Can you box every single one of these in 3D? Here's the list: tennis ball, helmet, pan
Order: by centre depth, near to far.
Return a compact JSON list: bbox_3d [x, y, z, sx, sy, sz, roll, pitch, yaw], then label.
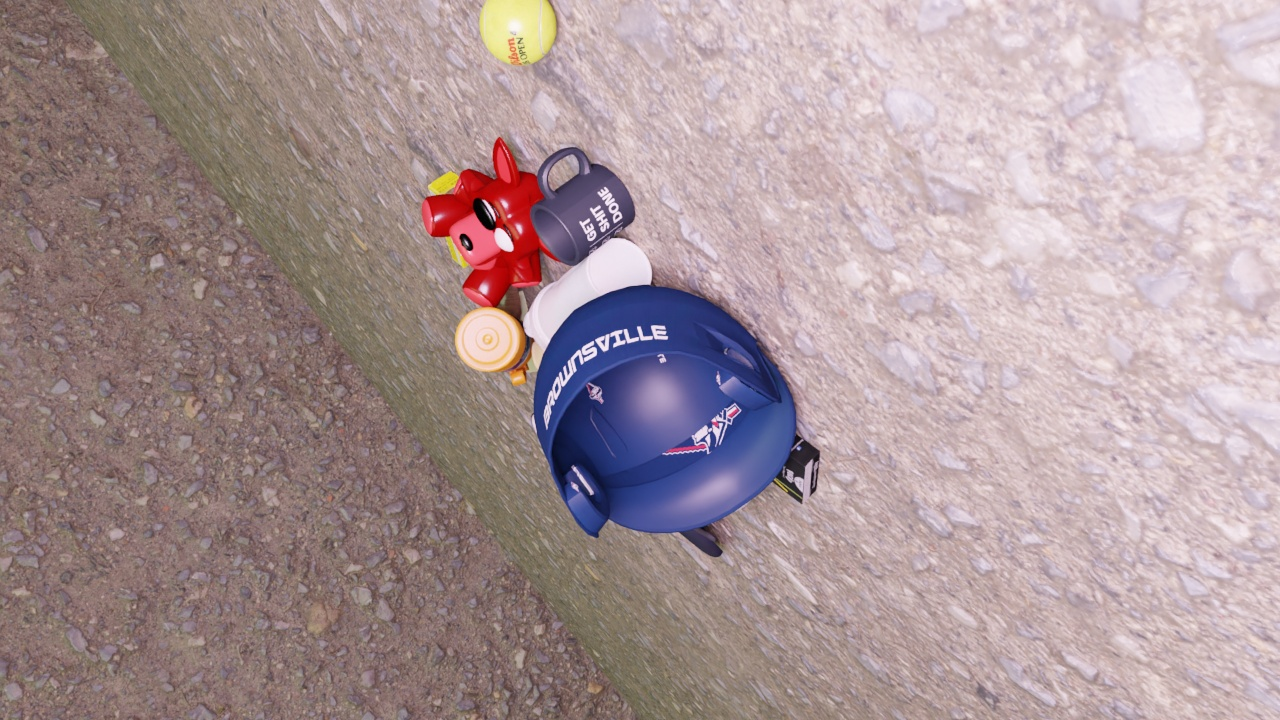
[{"bbox_3d":[-0.105,-0.287,0.785,0.065,0.065,0.065,41,157,21],"label":"tennis ball"},{"bbox_3d":[0.023,0.051,0.892,0.272,0.232,0.222,47,-167,-22],"label":"helmet"},{"bbox_3d":[0.051,0.215,1.246,0.199,0.021,0.357,42,172,-6],"label":"pan"}]

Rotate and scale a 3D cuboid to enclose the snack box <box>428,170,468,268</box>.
[{"bbox_3d":[-0.251,-0.191,1.260,0.029,0.040,0.148,40,156,27],"label":"snack box"}]

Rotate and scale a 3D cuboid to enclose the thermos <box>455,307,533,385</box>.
[{"bbox_3d":[-0.180,-0.015,1.176,0.076,0.091,0.232,8,179,-1],"label":"thermos"}]

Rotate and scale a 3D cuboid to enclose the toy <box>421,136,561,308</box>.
[{"bbox_3d":[-0.165,-0.154,1.065,0.198,0.120,0.158,-17,104,59],"label":"toy"}]

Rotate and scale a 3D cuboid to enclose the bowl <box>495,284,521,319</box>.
[{"bbox_3d":[-0.206,-0.102,1.289,0.118,0.030,0.118,47,148,40],"label":"bowl"}]

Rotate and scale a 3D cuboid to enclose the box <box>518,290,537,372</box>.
[{"bbox_3d":[-0.184,-0.034,1.389,0.141,0.047,0.188,53,158,-14],"label":"box"}]

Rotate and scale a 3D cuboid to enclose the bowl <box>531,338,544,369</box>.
[{"bbox_3d":[-0.104,-0.011,1.183,0.112,0.061,0.112,30,126,53],"label":"bowl"}]

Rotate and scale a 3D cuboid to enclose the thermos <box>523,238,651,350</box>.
[{"bbox_3d":[-0.058,-0.063,1.033,0.099,0.099,0.221,51,155,-3],"label":"thermos"}]

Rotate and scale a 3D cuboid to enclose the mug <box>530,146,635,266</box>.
[{"bbox_3d":[-0.063,-0.157,0.899,0.071,0.077,0.105,25,148,47],"label":"mug"}]

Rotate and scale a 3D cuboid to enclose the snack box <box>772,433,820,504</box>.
[{"bbox_3d":[0.127,0.085,0.998,0.147,0.025,0.080,37,155,30],"label":"snack box"}]

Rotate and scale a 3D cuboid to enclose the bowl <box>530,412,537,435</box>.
[{"bbox_3d":[-0.080,0.088,1.213,0.117,0.067,0.117,31,149,20],"label":"bowl"}]

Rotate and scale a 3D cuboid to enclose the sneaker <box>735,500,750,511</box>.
[{"bbox_3d":[0.037,0.108,1.042,0.235,0.089,0.087,23,170,-16],"label":"sneaker"}]
